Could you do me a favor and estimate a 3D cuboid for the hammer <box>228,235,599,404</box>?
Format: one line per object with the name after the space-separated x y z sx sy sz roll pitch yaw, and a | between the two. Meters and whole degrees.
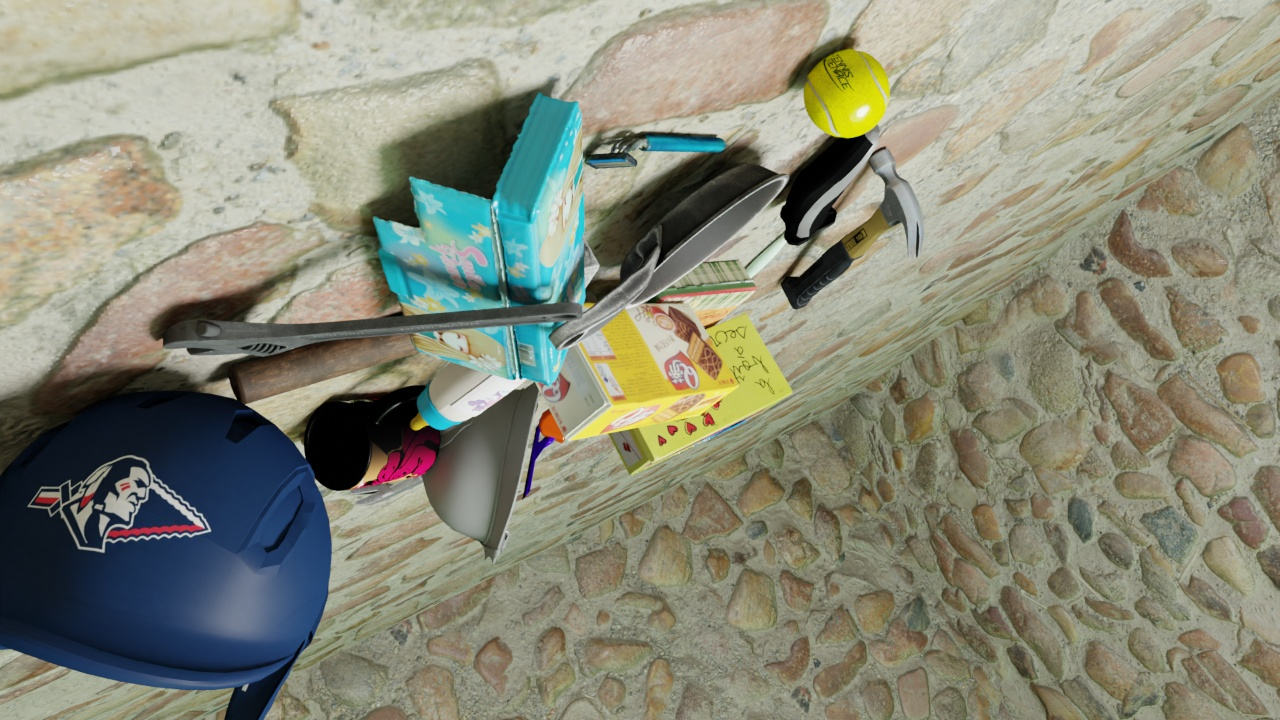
-0.198 -0.006 0.790 0.299 0.037 0.218 -20 164 -33 | hammer

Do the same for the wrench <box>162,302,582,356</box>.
-0.174 -0.022 0.596 0.273 0.018 0.073 -5 171 2 | wrench

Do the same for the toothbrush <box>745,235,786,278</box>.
0.168 -0.139 1.101 0.155 0.015 0.022 -43 -167 44 | toothbrush

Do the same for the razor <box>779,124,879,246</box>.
0.188 -0.180 0.916 0.060 0.057 0.157 4 148 -14 | razor

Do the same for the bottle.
-0.152 0.024 0.800 0.146 0.051 0.051 -34 166 25 | bottle

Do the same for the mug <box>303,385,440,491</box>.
-0.243 0.066 0.872 0.118 0.082 0.098 -44 162 20 | mug

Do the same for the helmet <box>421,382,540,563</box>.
-0.183 0.107 0.977 0.117 0.183 0.272 15 146 -9 | helmet

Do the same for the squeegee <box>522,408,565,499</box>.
-0.074 0.026 0.976 0.249 0.055 0.185 -106 -145 -78 | squeegee

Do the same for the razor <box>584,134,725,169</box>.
0.019 -0.163 0.699 0.042 0.022 0.143 8 -161 39 | razor

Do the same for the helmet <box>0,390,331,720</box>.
-0.327 0.131 0.615 0.272 0.232 0.223 -98 -151 -83 | helmet

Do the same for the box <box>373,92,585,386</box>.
-0.108 -0.080 0.639 0.121 0.097 0.227 14 152 4 | box

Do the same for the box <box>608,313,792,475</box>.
0.062 0.038 1.103 0.220 0.124 0.081 -20 168 -29 | box

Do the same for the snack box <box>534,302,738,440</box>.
-0.005 0.005 0.882 0.062 0.110 0.229 -40 162 29 | snack box

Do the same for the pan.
0.016 -0.084 0.762 0.188 0.055 0.355 -41 175 34 | pan

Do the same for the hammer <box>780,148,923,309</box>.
0.251 -0.132 1.136 0.025 0.118 0.334 -23 171 -17 | hammer

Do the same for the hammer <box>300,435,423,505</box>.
-0.306 0.117 1.039 0.119 0.030 0.331 -28 167 -6 | hammer

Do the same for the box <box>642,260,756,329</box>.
0.039 -0.062 1.051 0.118 0.049 0.205 -37 166 33 | box

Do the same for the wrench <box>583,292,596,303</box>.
-0.140 0.005 0.985 0.274 0.018 0.083 -38 160 35 | wrench

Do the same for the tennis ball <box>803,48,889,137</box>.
0.161 -0.209 0.718 0.065 0.065 0.065 -28 167 -7 | tennis ball
